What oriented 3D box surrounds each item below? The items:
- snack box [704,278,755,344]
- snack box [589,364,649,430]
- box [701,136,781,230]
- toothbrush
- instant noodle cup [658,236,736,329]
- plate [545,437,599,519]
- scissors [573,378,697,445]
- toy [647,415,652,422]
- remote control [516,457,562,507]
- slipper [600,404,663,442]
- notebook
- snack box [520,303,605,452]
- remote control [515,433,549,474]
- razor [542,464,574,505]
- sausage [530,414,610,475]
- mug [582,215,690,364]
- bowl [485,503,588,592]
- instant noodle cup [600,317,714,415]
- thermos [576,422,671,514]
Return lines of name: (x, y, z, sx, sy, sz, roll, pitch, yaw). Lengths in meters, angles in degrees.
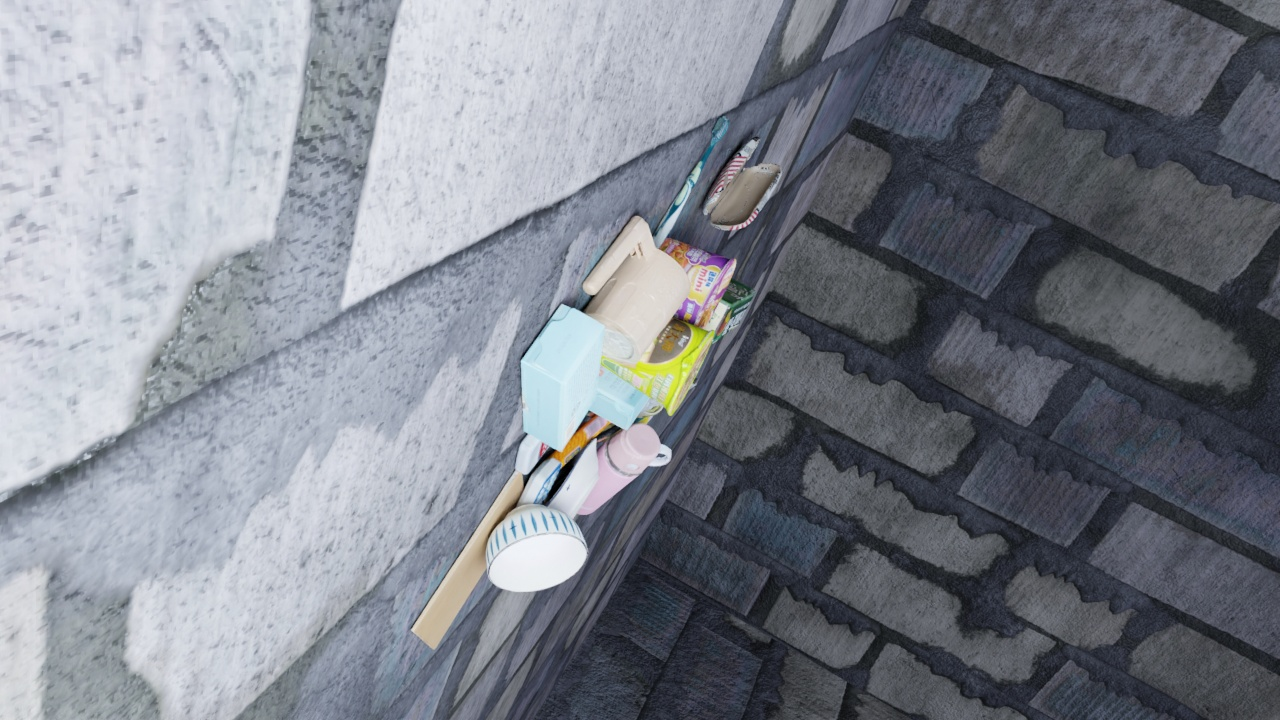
snack box: (0.086, -0.089, 1.304, 0.063, 0.114, 0.239, -63, 170, 14)
snack box: (-0.007, 0.007, 1.204, 0.174, 0.074, 0.052, -54, 168, -42)
box: (0.147, -0.238, 1.287, 0.076, 0.087, 0.162, -49, -173, 51)
toothbrush: (0.058, -0.212, 1.096, 0.191, 0.016, 0.018, -61, 161, -8)
instant noodle cup: (0.050, -0.096, 1.130, 0.111, 0.099, 0.112, -60, 172, -14)
plate: (-0.098, 0.188, 1.200, 0.163, 0.034, 0.164, -55, 176, -21)
scissors: (-0.002, 0.052, 1.266, 0.208, 0.015, 0.185, -44, 145, -5)
toy: (0.014, 0.055, 1.529, 0.159, 0.054, 0.122, -51, 174, -46)
remote control: (-0.131, 0.169, 1.107, 0.048, 0.024, 0.125, -47, 167, -53)
slipper: (-0.010, 0.058, 1.332, 0.091, 0.081, 0.191, -50, 163, -43)
notebook: (-0.193, 0.233, 1.067, 0.207, 0.008, 0.148, -57, 170, -23)
snack box: (-0.079, 0.022, 0.922, 0.074, 0.051, 0.175, -58, 171, -27)
remote control: (-0.101, 0.072, 1.056, 0.135, 0.020, 0.056, -54, 169, -42)
razor: (-0.124, 0.185, 1.256, 0.142, 0.022, 0.043, -51, 174, -50)
sausage: (-0.086, 0.109, 1.169, 0.164, 0.021, 0.022, -41, 160, -35)
mug: (-0.012, -0.072, 0.967, 0.103, 0.084, 0.125, -55, 145, -28)
bowl: (-0.125, 0.210, 1.065, 0.066, 0.116, 0.117, -112, -148, -42)
instant noodle cup: (0.007, -0.013, 1.072, 0.111, 0.123, 0.112, -61, 172, -15)
thermos: (-0.034, 0.155, 1.297, 0.199, 0.087, 0.067, -44, -146, 46)
